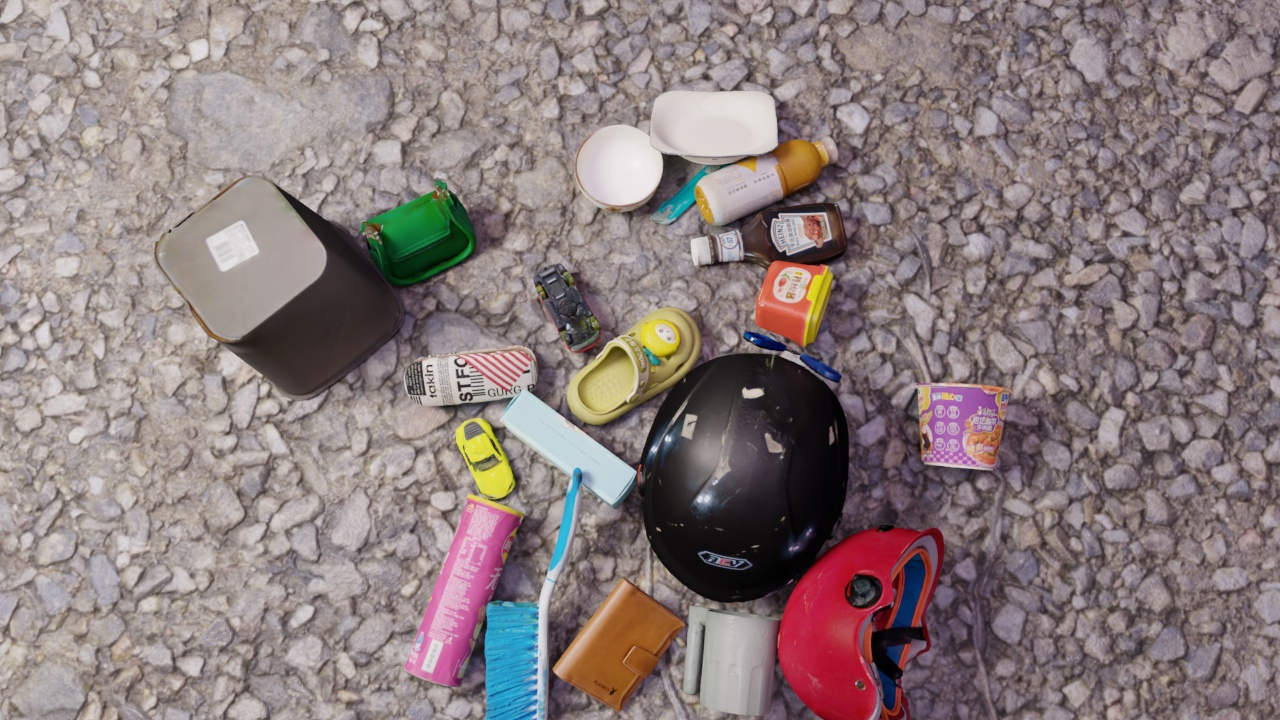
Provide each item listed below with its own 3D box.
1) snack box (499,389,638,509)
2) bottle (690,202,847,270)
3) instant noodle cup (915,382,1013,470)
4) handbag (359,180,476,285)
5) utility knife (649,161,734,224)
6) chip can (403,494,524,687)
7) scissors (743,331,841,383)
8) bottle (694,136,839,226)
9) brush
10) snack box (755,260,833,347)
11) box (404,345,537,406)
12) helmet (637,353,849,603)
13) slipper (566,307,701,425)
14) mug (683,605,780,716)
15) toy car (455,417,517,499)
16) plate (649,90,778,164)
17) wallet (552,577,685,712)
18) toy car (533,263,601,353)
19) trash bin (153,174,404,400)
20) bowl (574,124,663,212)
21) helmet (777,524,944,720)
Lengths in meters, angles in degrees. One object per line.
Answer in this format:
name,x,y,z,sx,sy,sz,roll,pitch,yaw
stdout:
snack box,-0.085,0.108,1.107,0.175,0.074,0.051,36,80,8
bottle,0.163,-0.154,1.182,0.195,0.044,0.079,-9,79,-1
instant noodle cup,0.383,0.080,1.099,0.111,0.111,0.099,7,86,2
handbag,-0.278,-0.159,1.146,0.131,0.120,0.068,-28,73,-4
utility knife,0.098,-0.255,1.220,0.029,0.013,0.221,44,81,9
chip can,-0.206,0.267,1.073,0.071,0.071,0.210,19,78,4
scissors,0.182,-0.010,1.091,0.162,0.175,0.012,35,105,47
bottle,0.165,-0.237,1.188,0.189,0.068,0.068,-24,78,-5
brush,-0.123,0.279,1.051,0.109,0.060,0.314,1,93,-7
snack box,0.190,-0.074,1.145,0.080,0.082,0.091,16,62,15
box,-0.209,0.019,1.148,0.163,0.081,0.075,-9,109,-3
helmet,0.115,0.121,1.022,0.233,0.231,0.274,12,62,5
slipper,-0.007,0.007,1.128,0.190,0.081,0.091,-37,82,-5
mug,0.098,0.338,1.042,0.083,0.124,0.103,16,75,-39
toy car,-0.191,0.120,1.127,0.048,0.032,0.105,-27,80,-6
plate,0.095,-0.299,1.193,0.164,0.034,0.164,2,45,5
wallet,-0.019,0.331,1.060,0.119,0.035,0.130,40,84,-23
toy car,-0.091,-0.065,1.161,0.053,0.045,0.120,-27,73,-4
trash bin,-0.426,-0.090,1.081,0.199,0.220,0.198,-40,79,-7
bowl,-0.028,-0.242,1.193,0.113,0.062,0.113,0,78,-1
helmet,0.236,0.285,1.013,0.144,0.207,0.239,11,70,33
